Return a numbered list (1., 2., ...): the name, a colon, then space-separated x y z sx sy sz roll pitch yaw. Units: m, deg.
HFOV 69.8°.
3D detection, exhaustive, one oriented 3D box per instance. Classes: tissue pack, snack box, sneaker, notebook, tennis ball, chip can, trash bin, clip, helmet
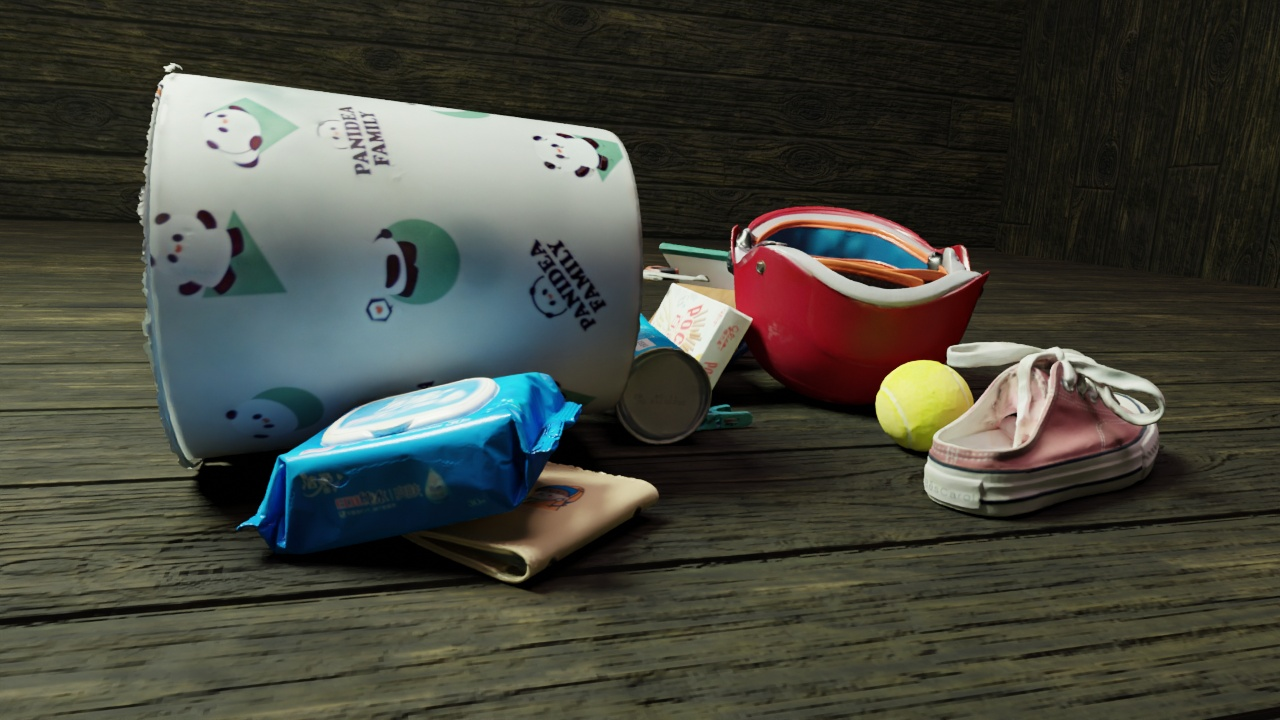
1. tissue pack: -0.110 0.046 0.448 0.157 0.052 0.095 -13 12 7
2. snack box: 0.041 -0.018 0.814 0.027 0.085 0.157 28 3 -18
3. sneaker: 0.270 0.034 0.599 0.240 0.088 0.118 -8 15 -40
4. notebook: 0.134 -0.077 1.088 0.209 0.012 0.150 13 -27 37
5. tennis ball: 0.201 0.032 0.650 0.065 0.065 0.065 3 11 -1
6. chip can: -0.004 0.004 0.727 0.071 0.071 0.210 1 12 -12
7. trash bin: -0.143 -0.053 0.565 0.251 0.230 0.229 -1 12 -16
8. clip: 0.056 0.043 0.691 0.055 0.013 0.037 -3 12 -34
9. helmet: 0.177 -0.046 0.812 0.207 0.144 0.239 5 22 -2

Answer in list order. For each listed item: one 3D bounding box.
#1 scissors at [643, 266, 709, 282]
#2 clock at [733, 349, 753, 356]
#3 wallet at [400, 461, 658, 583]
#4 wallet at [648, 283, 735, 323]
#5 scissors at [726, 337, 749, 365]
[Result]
1. scissors: 0.000 -0.093 0.979 0.189 0.015 0.223 6 7 19
2. clock: 0.098 -0.045 1.038 0.117 0.060 0.158 -4 15 -28
3. wallet: -0.056 0.076 0.468 0.087 0.024 0.115 6 14 30
4. wallet: 0.052 -0.033 0.919 0.101 0.020 0.115 10 49 37
5. scissors: 0.127 -0.033 0.925 0.170 0.012 0.144 -25 45 -10
